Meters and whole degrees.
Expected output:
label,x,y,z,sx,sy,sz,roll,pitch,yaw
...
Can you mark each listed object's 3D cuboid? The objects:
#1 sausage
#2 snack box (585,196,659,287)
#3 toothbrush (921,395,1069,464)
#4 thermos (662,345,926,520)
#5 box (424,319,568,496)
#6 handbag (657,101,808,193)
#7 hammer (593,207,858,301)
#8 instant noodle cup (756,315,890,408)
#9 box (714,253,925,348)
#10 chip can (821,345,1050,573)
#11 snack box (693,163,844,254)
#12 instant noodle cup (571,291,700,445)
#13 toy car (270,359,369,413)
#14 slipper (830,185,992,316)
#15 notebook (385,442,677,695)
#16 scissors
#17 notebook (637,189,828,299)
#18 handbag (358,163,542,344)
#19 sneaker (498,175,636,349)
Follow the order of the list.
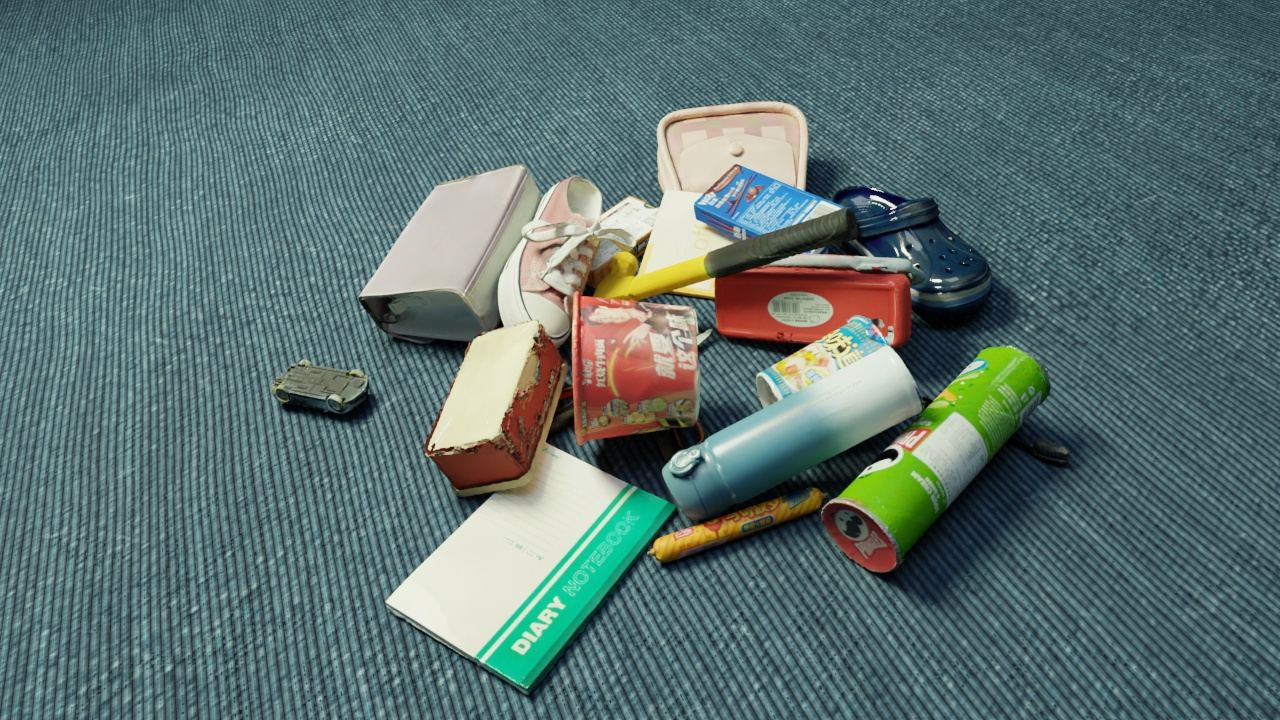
label,x,y,z,sx,sy,sz,roll,pitch,yaw
sausage,0.083,0.137,0.769,0.165,0.021,0.021,-17,42,-13
snack box,-0.033,-0.146,1.111,0.075,0.026,0.153,27,51,32
toothbrush,0.301,0.052,0.848,0.190,0.016,0.014,26,49,33
thermos,0.125,0.064,0.772,0.220,0.070,0.070,-27,42,1
box,-0.133,0.035,0.855,0.091,0.077,0.168,-13,37,21
handbag,0.120,-0.219,1.150,0.193,0.093,0.233,-4,51,2
hammer,0.073,-0.095,0.923,0.302,0.033,0.128,-15,40,34
instant noodle cup,0.169,0.023,0.845,0.110,0.099,0.099,-23,43,-7
box,0.184,-0.073,0.944,0.202,0.095,0.100,5,22,29
chip can,0.253,0.076,0.769,0.235,0.072,0.072,-37,50,-27
snack box,0.147,-0.165,1.036,0.157,0.026,0.084,30,62,28
instant noodle cup,-0.005,0.005,0.822,0.108,0.138,0.137,-1,40,-1
toy car,-0.324,0.029,0.936,0.106,0.031,0.048,8,43,18
slipper,0.299,-0.143,1.019,0.105,0.095,0.252,-20,39,-12
notebook,-0.086,0.163,0.768,0.150,0.012,0.208,21,47,27
scissors,-0.005,0.027,0.909,0.232,0.022,0.221,-26,45,-21
notebook,0.109,-0.129,1.052,0.206,0.010,0.145,10,63,16
handbag,-0.202,-0.116,1.023,0.145,0.098,0.196,3,52,23
sneaker,-0.079,-0.116,0.978,0.088,0.118,0.240,-29,36,44
